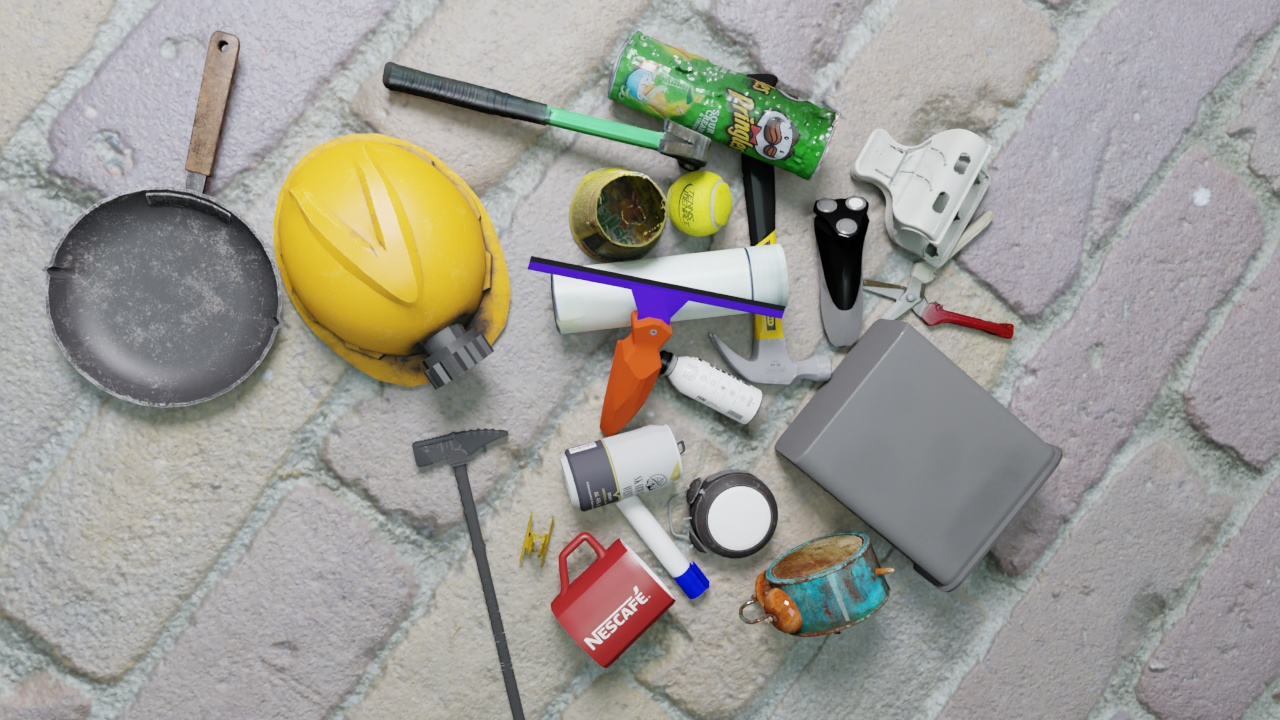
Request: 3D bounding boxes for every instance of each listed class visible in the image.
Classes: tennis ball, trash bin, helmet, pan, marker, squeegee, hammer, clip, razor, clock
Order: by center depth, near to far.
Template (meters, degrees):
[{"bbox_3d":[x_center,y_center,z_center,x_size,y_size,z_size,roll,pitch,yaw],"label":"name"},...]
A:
[{"bbox_3d":[-0.233,-0.096,0.843,0.205,0.131,0.255,-34,98,-6],"label":"helmet"},{"bbox_3d":[-0.420,-0.133,0.854,0.207,0.040,0.357,14,90,-11],"label":"pan"},{"bbox_3d":[-0.088,-0.236,0.881,0.319,0.130,0.032,13,98,-1],"label":"hammer"},{"bbox_3d":[-0.005,0.005,0.892,0.249,0.055,0.185,10,130,-16],"label":"squeegee"},{"bbox_3d":[0.059,-0.158,0.923,0.065,0.065,0.065,-1,94,-10],"label":"tennis ball"},{"bbox_3d":[-0.108,0.184,0.931,0.046,0.048,0.054,16,92,30],"label":"clip"},{"bbox_3d":[-0.149,0.229,0.939,0.095,0.015,0.325,-13,97,-9],"label":"hammer"},{"bbox_3d":[0.177,0.241,0.946,0.157,0.121,0.073,-22,93,-2],"label":"clock"},{"bbox_3d":[0.298,-0.187,0.955,0.150,0.110,0.126,34,80,-18],"label":"clip"},{"bbox_3d":[0.128,-0.134,0.957,0.127,0.029,0.323,-5,94,-10],"label":"hammer"},{"bbox_3d":[0.023,0.192,0.961,0.027,0.023,0.133,-35,100,13],"label":"marker"},{"bbox_3d":[0.287,0.096,0.962,0.220,0.097,0.192,39,90,-9],"label":"trash bin"},{"bbox_3d":[0.094,0.162,0.962,0.122,0.044,0.091,-5,95,-10],"label":"clock"},{"bbox_3d":[0.211,-0.091,0.963,0.057,0.060,0.156,-4,114,1],"label":"razor"}]

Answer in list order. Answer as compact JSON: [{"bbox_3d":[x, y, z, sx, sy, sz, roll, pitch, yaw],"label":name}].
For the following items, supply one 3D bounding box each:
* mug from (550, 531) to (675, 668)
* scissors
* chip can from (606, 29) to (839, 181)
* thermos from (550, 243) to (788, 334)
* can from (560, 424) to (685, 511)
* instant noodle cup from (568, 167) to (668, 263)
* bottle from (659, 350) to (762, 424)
[{"bbox_3d":[-0.039,0.232,0.927,0.096,0.080,0.116,-43,93,-5],"label":"mug"},{"bbox_3d":[0.331,-0.087,1.002,0.199,0.015,0.179,19,92,-10],"label":"scissors"},{"bbox_3d":[0.079,-0.251,0.900,0.223,0.075,0.075,22,90,-2],"label":"chip can"},{"bbox_3d":[0.029,-0.070,0.906,0.230,0.068,0.068,-7,95,-1],"label":"thermos"},{"bbox_3d":[-0.013,0.106,0.929,0.127,0.064,0.064,-15,96,-9],"label":"can"},{"bbox_3d":[-0.017,-0.143,0.888,0.102,0.108,0.102,-1,96,-9],"label":"instant noodle cup"},{"bbox_3d":[0.068,0.024,0.950,0.116,0.041,0.041,27,89,-11],"label":"bottle"}]
